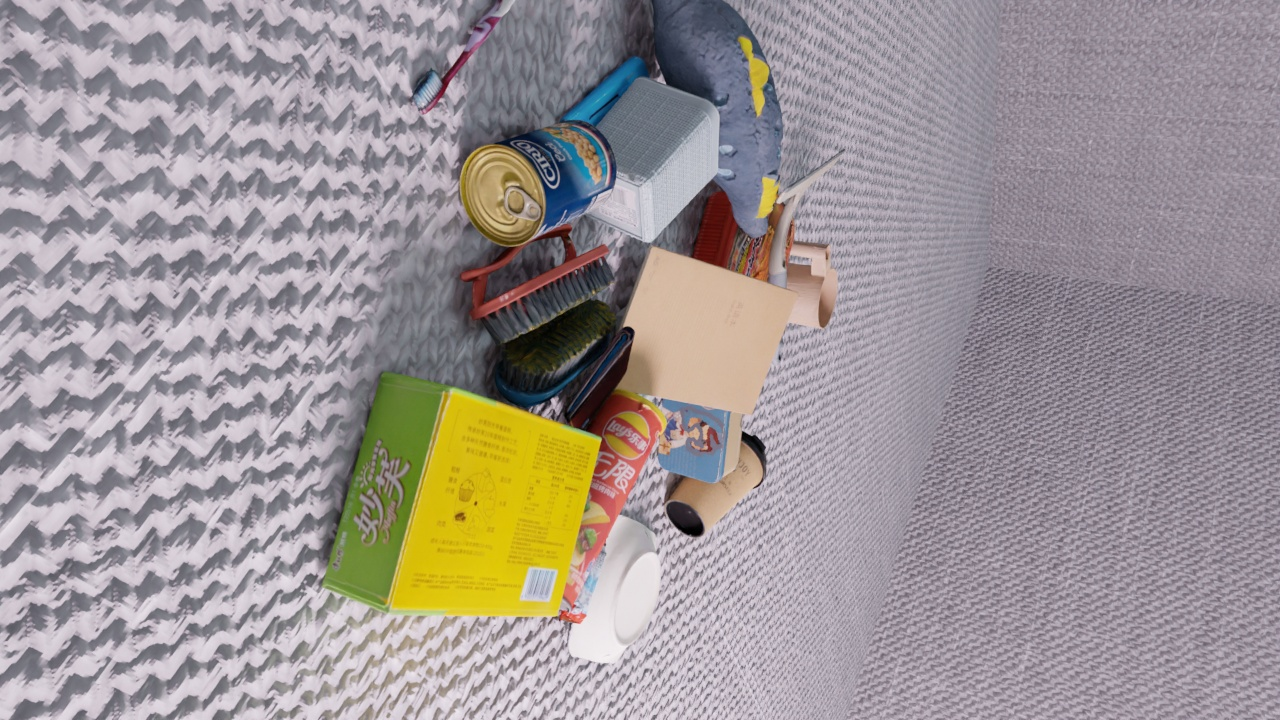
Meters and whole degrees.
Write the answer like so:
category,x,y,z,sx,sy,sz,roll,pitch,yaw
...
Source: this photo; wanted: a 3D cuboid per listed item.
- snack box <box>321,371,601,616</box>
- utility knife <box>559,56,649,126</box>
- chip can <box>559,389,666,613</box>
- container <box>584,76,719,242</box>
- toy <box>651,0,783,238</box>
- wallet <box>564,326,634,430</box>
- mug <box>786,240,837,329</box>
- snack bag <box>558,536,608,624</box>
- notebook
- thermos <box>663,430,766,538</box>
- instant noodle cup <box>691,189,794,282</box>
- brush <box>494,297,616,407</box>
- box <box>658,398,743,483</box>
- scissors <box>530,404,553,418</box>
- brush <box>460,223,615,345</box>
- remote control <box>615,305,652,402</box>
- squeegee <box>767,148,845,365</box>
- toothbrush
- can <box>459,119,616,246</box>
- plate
category,x,y,z,sx,sy,sz,roll,pitch,yaw
snack box,-0.125,0.109,0.702,0.210,0.070,0.157,27,75,-58
utility knife,-0.037,-0.225,0.813,0.165,0.018,0.034,-52,144,-40
chip can,-0.050,0.130,0.879,0.216,0.073,0.073,-60,149,-30
container,0.004,-0.175,0.819,0.111,0.090,0.090,-53,157,-27
toy,0.074,-0.254,0.869,0.137,0.091,0.356,-118,-177,-60
wallet,-0.039,0.023,0.841,0.096,0.020,0.122,-56,175,-13
mug,0.205,-0.108,1.243,0.084,0.104,0.125,-52,144,-42
snack bag,-0.058,0.226,0.952,0.045,0.026,0.105,37,67,-52
notebook,0.066,-0.026,0.966,0.211,0.012,0.149,13,103,-36
thermos,0.095,0.156,1.164,0.142,0.093,0.093,-43,138,-39
instant noodle cup,0.122,-0.127,1.100,0.188,0.079,0.164,32,72,-61
brush,-0.075,-0.001,0.796,0.143,0.055,0.074,-42,159,-50
box,0.075,0.046,1.073,0.059,0.090,0.184,-24,119,-57
scissors,-0.117,0.112,0.804,0.168,0.012,0.147,-37,132,-52
brush,-0.087,-0.065,0.742,0.145,0.063,0.069,-36,101,-51
remote control,-0.006,0.006,0.970,0.056,0.019,0.135,-36,131,-54
squeegee,0.166,-0.109,1.064,0.245,0.039,0.247,-41,143,-57
toothbrush,-0.113,-0.244,0.658,0.017,0.016,0.187,55,52,-43
can,-0.075,-0.139,0.708,0.110,0.075,0.075,-38,134,-53
plate,-0.016,0.265,1.045,0.164,0.034,0.163,41,64,-60
